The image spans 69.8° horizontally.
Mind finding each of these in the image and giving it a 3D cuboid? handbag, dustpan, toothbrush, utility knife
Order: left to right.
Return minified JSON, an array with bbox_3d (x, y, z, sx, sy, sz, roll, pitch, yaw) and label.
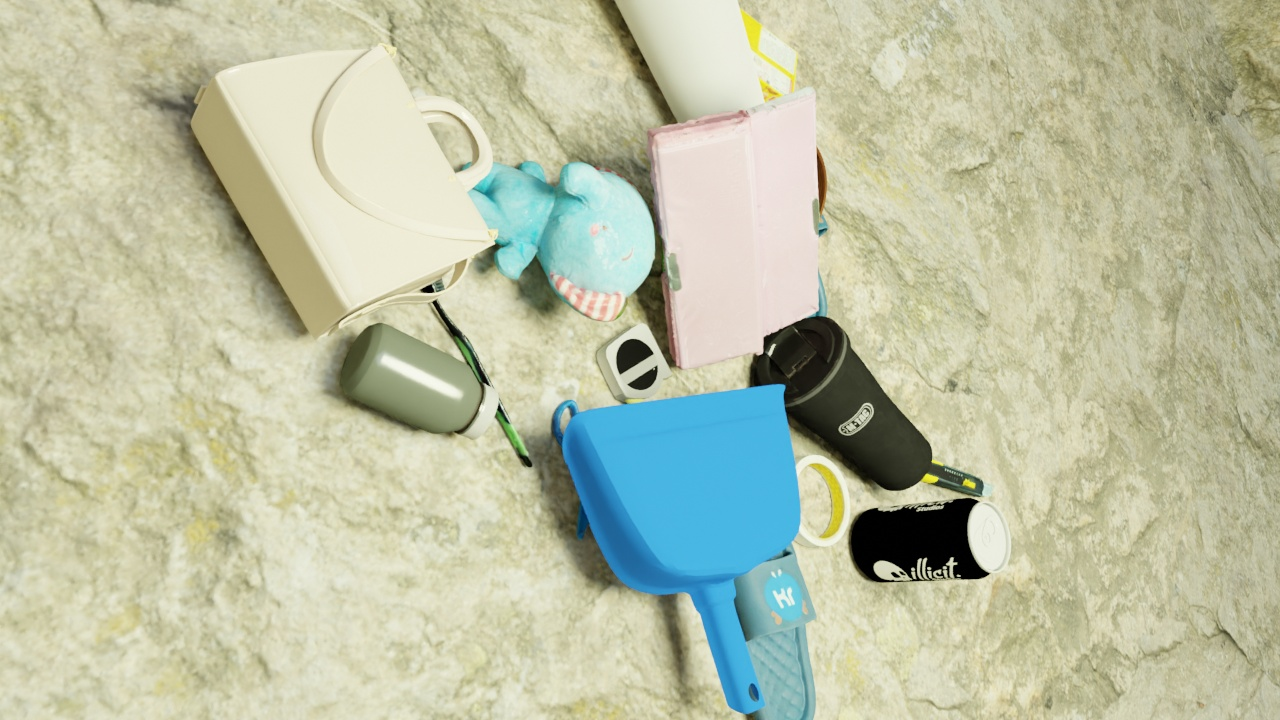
[{"bbox_3d":[-0.188,-0.137,0.677,0.197,0.102,0.194,-33,96,-40],"label":"handbag"},{"bbox_3d":[-0.132,0.004,0.742,0.017,0.014,0.188,-36,101,-47],"label":"toothbrush"},{"bbox_3d":[0.065,0.159,0.766,0.245,0.060,0.257,-6,72,-40],"label":"dustpan"},{"bbox_3d":[0.376,0.142,1.110,0.186,0.020,0.028,18,69,-35],"label":"utility knife"}]

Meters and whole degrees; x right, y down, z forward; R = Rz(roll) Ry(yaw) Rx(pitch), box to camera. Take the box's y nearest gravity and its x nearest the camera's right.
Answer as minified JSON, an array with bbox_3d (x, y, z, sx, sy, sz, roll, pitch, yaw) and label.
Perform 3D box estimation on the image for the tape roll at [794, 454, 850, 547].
[{"bbox_3d":[0.180,0.145,0.950,0.094,0.019,0.094,11,71,-36],"label":"tape roll"}]

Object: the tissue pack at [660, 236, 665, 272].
[{"bbox_3d":[0.066,-0.107,0.918,0.099,0.034,0.114,6,74,-34],"label":"tissue pack"}]

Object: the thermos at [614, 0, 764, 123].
[{"bbox_3d":[0.056,-0.312,0.917,0.131,0.132,0.222,-36,108,-39],"label":"thermos"}]

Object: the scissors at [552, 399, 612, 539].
[{"bbox_3d":[-0.033,0.096,0.799,0.096,0.020,0.132,-10,83,-37],"label":"scissors"}]

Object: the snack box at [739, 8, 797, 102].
[{"bbox_3d":[0.114,-0.350,1.030,0.152,0.025,0.075,24,64,-32],"label":"snack box"}]

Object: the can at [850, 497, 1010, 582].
[{"bbox_3d":[0.297,0.187,0.949,0.080,0.146,0.080,12,71,-36],"label":"can"}]

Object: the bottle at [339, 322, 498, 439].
[{"bbox_3d":[-0.163,0.019,0.682,0.108,0.060,0.060,29,61,-29],"label":"bottle"}]

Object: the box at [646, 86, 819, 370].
[{"bbox_3d":[0.098,-0.114,0.832,0.180,0.051,0.233,-20,123,-17],"label":"box"}]

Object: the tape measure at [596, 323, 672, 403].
[{"bbox_3d":[-0.005,0.005,0.841,0.064,0.017,0.064,-33,98,-40],"label":"tape measure"}]

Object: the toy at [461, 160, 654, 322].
[{"bbox_3d":[-0.065,-0.125,0.778,0.180,0.115,0.183,24,51,-19],"label":"toy"}]

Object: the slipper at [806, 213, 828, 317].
[{"bbox_3d":[0.153,-0.129,0.973,0.103,0.059,0.213,-11,89,-29],"label":"slipper"}]

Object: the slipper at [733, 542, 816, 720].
[{"bbox_3d":[0.130,0.245,0.858,0.103,0.059,0.213,-8,84,-42],"label":"slipper"}]

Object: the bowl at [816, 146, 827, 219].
[{"bbox_3d":[0.098,-0.161,0.879,0.147,0.069,0.147,-11,120,-20],"label":"bowl"}]

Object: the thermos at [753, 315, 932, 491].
[{"bbox_3d":[0.219,0.053,0.960,0.218,0.106,0.105,41,56,-30],"label":"thermos"}]
